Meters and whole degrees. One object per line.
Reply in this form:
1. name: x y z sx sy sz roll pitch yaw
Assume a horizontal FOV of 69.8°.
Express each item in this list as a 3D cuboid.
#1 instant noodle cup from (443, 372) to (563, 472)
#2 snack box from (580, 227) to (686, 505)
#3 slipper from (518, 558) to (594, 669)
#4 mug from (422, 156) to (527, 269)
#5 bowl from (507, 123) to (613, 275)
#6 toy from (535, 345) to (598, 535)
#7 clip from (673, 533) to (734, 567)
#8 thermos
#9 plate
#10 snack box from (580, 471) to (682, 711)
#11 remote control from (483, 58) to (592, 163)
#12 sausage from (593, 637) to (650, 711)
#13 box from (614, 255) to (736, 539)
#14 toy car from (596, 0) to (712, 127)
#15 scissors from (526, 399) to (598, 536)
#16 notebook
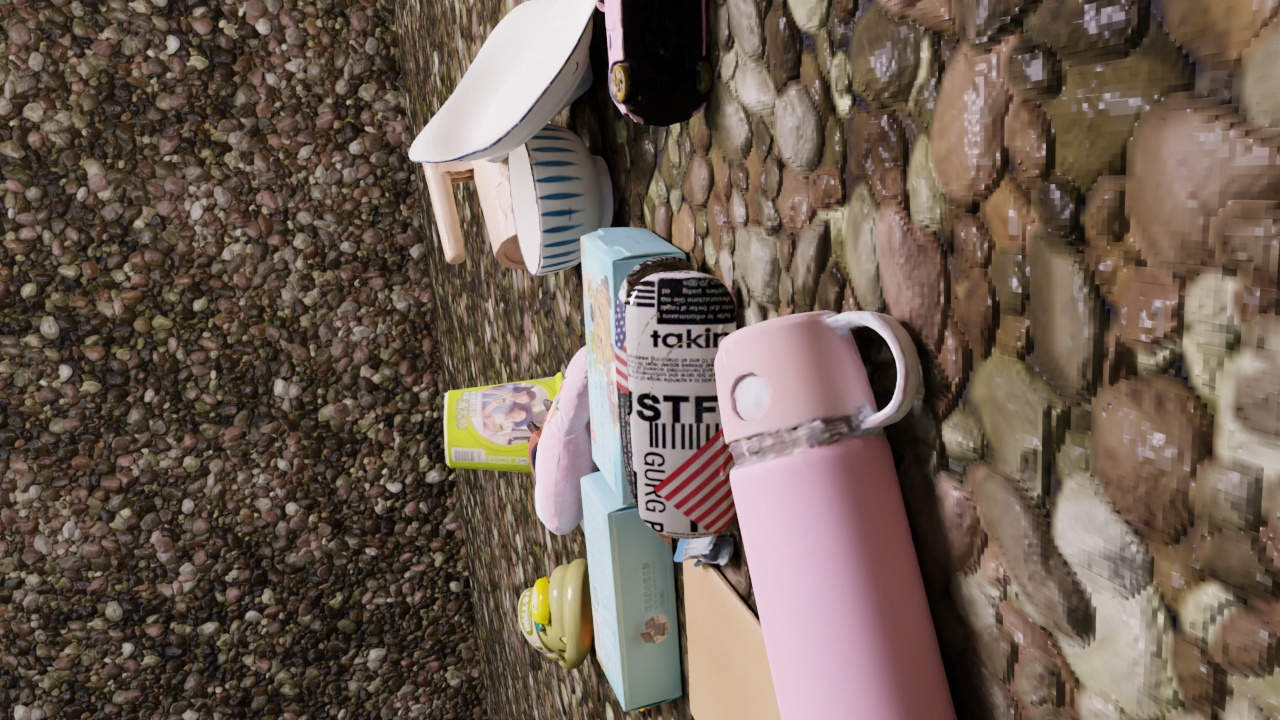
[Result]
1. instant noodle cup: -0.141 0.068 0.952 0.112 0.123 0.111 178 91 -82
2. snack box: -0.004 0.004 0.613 0.074 0.051 0.175 -135 39 -62
3. slipper: -0.090 0.277 0.976 0.191 0.081 0.091 100 170 -57
4. mug: -0.121 -0.141 0.812 0.084 0.124 0.103 112 145 -67
5. bowl: -0.060 -0.127 0.712 0.116 0.066 0.116 171 91 -75
6. toy: -0.058 0.067 0.772 0.121 0.054 0.160 -83 3 -65
7. clip: 0.041 0.116 0.573 0.026 0.038 0.058 -68 10 -20
8. thermos: 0.083 0.079 0.354 0.087 0.067 0.198 -18 77 42
9. plate: -0.089 -0.201 0.667 0.164 0.034 0.164 9 65 52
10. snack box: -0.007 0.176 0.713 0.074 0.051 0.175 -143 45 -66
11. remote control: -0.090 -0.213 0.741 0.136 0.020 0.055 -26 70 41
12. sausage: -0.017 0.287 0.857 0.165 0.021 0.021 -166 68 -73
13. box: 0.019 0.019 0.544 0.087 0.076 0.163 -86 -9 -68
14. toy car: 0.007 -0.184 0.476 0.037 0.056 0.122 -139 43 -61
15. scissors: -0.058 0.149 0.863 0.186 0.015 0.209 15 104 39
16. notebook: 0.067 0.215 0.559 0.207 0.008 0.148 -140 44 -67
